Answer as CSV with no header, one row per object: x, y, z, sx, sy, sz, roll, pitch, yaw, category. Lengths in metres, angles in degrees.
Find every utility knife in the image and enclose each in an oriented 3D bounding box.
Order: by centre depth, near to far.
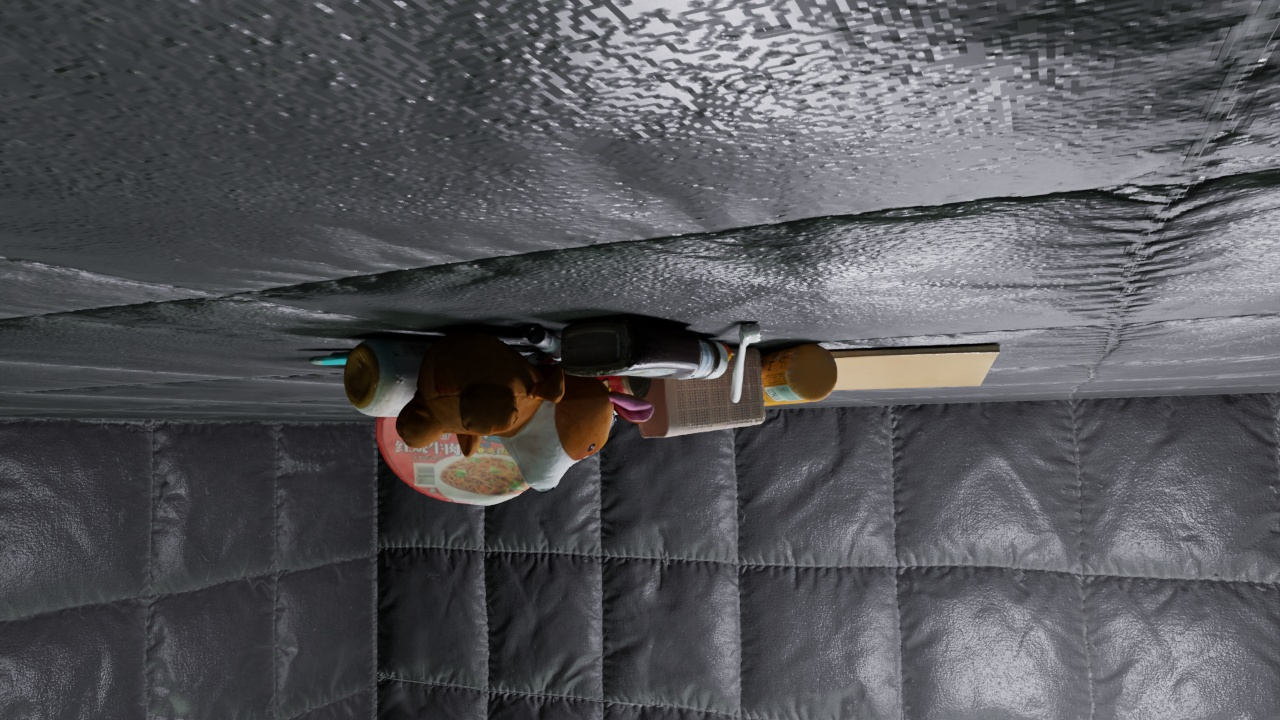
-0.246,-0.004,0.895,0.151,0.012,0.029,-2,178,-11,utility knife

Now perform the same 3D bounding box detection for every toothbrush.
0.092,0.006,0.818,0.016,0.016,0.180,-8,159,-1,toothbrush

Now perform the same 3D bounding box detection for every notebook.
0.282,0.012,1.036,0.212,0.012,0.149,-2,164,12,notebook

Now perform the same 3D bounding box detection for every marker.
-0.080,-0.015,0.783,0.022,0.018,0.131,19,176,4,marker

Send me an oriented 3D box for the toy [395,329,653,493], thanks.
-0.095,0.047,0.780,0.140,0.130,0.199,-9,167,37,toy

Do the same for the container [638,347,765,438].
0.061,0.030,0.939,0.110,0.090,0.090,-3,176,-19,container

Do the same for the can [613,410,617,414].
-0.026,0.042,1.203,0.146,0.058,0.058,0,175,-14,can

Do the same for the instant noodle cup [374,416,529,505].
-0.192,0.070,1.019,0.194,0.194,0.065,-1,-147,0,instant noodle cup

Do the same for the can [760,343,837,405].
0.146,0.018,0.964,0.058,0.058,0.146,1,175,-19,can

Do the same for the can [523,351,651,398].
-0.059,0.015,0.910,0.133,0.053,0.053,-4,175,28,can

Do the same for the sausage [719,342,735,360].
0.015,-0.007,0.856,0.165,0.021,0.021,1,175,-21,sausage

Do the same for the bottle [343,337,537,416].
-0.170,0.017,0.830,0.068,0.068,0.189,-6,173,44,bottle

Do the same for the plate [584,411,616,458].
-0.136,0.073,1.127,0.205,0.045,0.205,-8,144,-6,plate

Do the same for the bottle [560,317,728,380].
0.015,-0.005,0.766,0.080,0.044,0.194,-4,175,32,bottle
